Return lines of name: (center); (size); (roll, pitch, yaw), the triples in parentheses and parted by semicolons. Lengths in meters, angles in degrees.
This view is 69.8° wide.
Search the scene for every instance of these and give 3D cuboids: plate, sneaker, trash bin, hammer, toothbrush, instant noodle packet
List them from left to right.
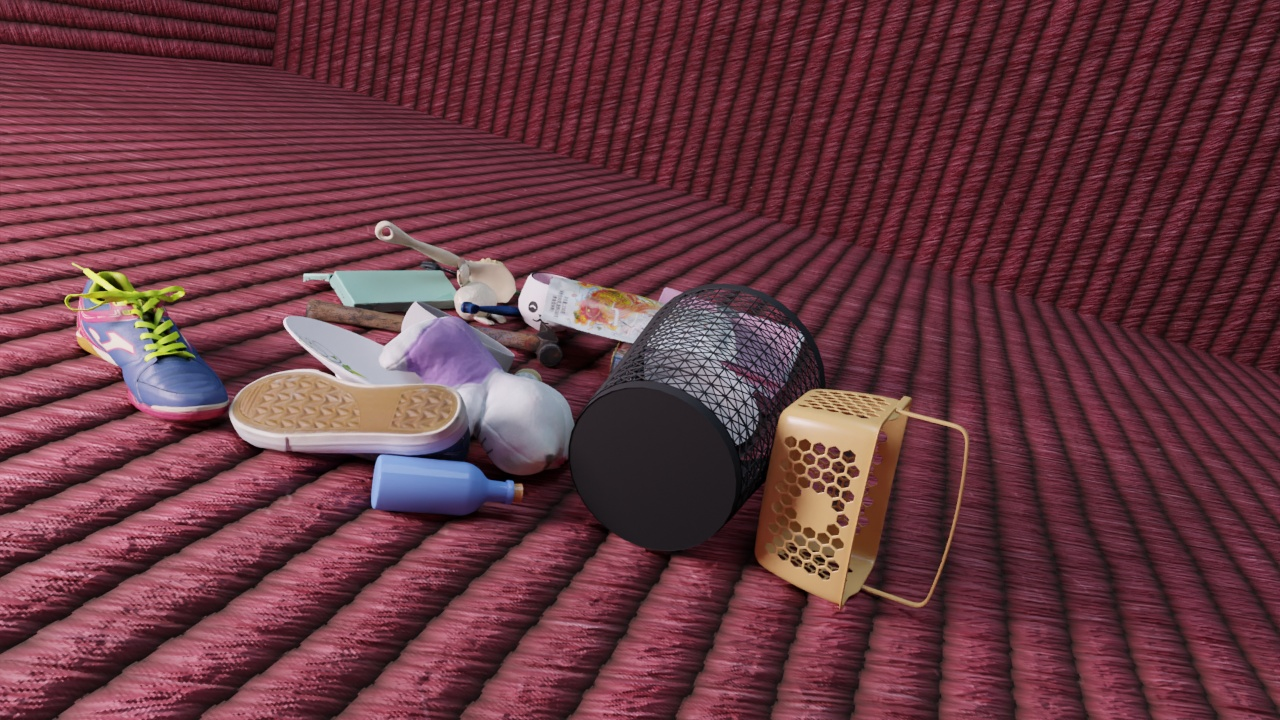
sneaker: (-0.482, -0.020, 0.894); (0.242, 0.091, 0.116); (28, 20, 31)
sneaker: (-0.268, 0.066, 0.856); (0.236, 0.079, 0.087); (3, 48, 13)
plate: (-0.278, 0.021, 0.982); (0.229, 0.030, 0.229); (29, 3, -2)
hammer: (-0.273, -0.045, 1.229); (0.330, 0.033, 0.120); (9, 16, -17)
toothbrush: (-0.272, -0.130, 1.491); (0.188, 0.014, 0.017); (17, 32, 8)
toothbrush: (-0.204, -0.071, 1.302); (0.017, 0.016, 0.189); (15, 5, 16)
instant noodle packet: (0.001, -0.061, 1.272); (0.269, 0.057, 0.146); (11, 30, -4)
plate: (0.063, 0.052, 1.156); (0.172, 0.019, 0.172); (12, 41, -11)
trash bin: (0.053, 0.059, 0.923); (0.217, 0.217, 0.242); (20, 26, 15)

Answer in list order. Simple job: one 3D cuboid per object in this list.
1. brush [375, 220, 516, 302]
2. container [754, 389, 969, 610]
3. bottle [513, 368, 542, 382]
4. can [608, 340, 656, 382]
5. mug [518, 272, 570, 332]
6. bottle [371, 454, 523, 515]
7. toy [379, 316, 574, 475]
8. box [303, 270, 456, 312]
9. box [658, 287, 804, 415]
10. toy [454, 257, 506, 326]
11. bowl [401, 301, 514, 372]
brush: (-0.283, -0.148, 1.350); (0.077, 0.062, 0.272); (31, 4, 36)
container: (0.208, 0.129, 0.855); (0.167, 0.183, 0.129); (15, 17, 23)
bottle: (-0.140, 0.041, 1.061); (0.042, 0.043, 0.109); (15, 17, 0)
can: (-0.007, 0.007, 1.239); (0.059, 0.054, 0.099); (14, 18, 4)
mug: (-0.119, -0.079, 1.361); (0.124, 0.076, 0.090); (16, 19, 2)
bottle: (-0.170, 0.114, 0.818); (0.131, 0.048, 0.048); (8, 20, -20)
toy: (-0.151, 0.033, 0.927); (0.209, 0.085, 0.137); (39, 10, 0)
box: (-0.367, -0.110, 1.319); (0.138, 0.056, 0.186); (34, 25, 30)
box: (0.105, -0.006, 1.341); (0.233, 0.075, 0.172); (21, 47, 17)
toy: (-0.241, -0.091, 1.333); (0.112, 0.050, 0.087); (50, 25, -5)
bowl: (-0.221, -0.010, 1.077); (0.132, 0.064, 0.132); (30, 2, -1)
